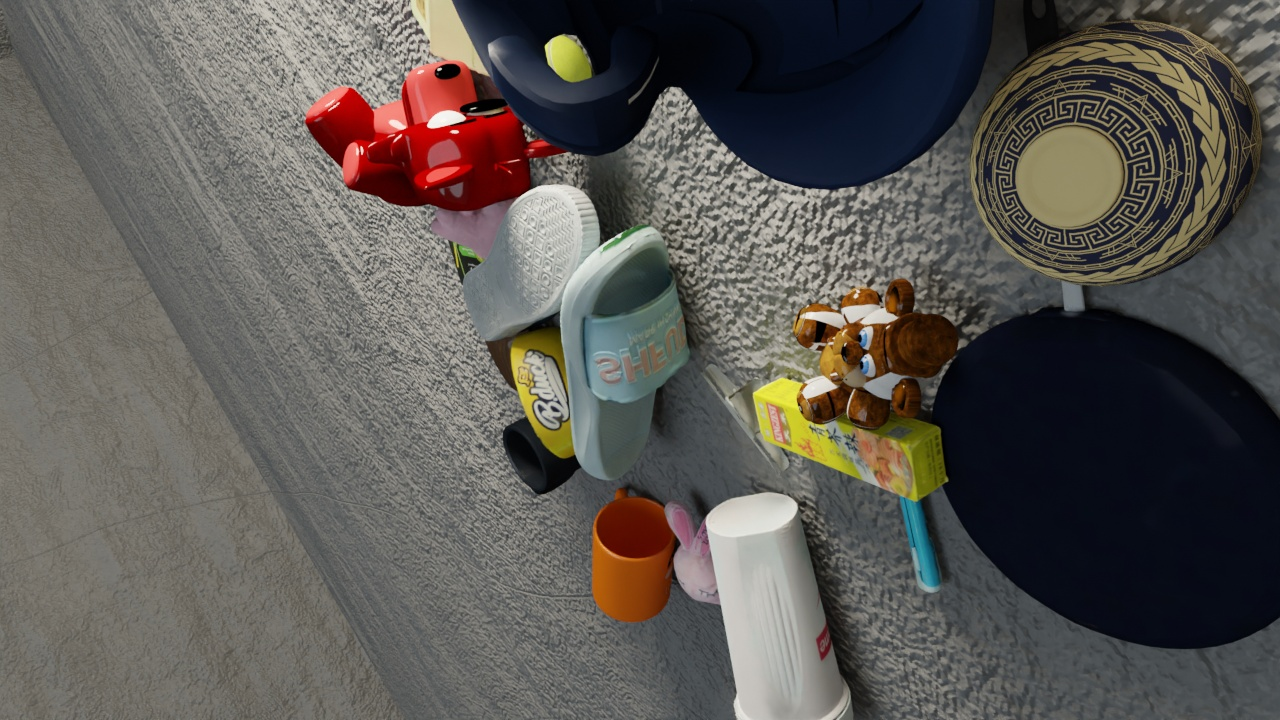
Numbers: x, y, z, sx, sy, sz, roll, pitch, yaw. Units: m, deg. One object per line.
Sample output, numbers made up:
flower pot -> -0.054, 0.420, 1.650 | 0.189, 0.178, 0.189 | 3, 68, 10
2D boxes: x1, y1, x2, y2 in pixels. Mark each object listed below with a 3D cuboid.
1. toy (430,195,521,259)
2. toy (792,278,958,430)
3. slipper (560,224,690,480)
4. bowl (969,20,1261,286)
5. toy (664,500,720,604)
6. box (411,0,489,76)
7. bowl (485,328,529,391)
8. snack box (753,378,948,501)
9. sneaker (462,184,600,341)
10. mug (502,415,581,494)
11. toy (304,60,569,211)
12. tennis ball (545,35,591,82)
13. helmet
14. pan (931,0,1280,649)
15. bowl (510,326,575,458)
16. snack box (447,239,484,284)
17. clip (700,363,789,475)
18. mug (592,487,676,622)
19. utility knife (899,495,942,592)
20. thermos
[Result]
toy -> -0.138, -0.121, 0.816 | 0.099, 0.095, 0.052 | 139, 131, -58
toy -> 0.138, -0.004, 0.536 | 0.113, 0.067, 0.087 | 145, 124, -77
slipper -> -0.004, 0.004, 0.716 | 0.074, 0.103, 0.246 | 27, 135, 26
bowl -> 0.190, -0.082, 0.387 | 0.112, 0.061, 0.112 | 19, 120, 36
toy -> 0.054, 0.175, 0.813 | 0.064, 0.047, 0.110 | 10, 119, 41
box -> -0.156, -0.334, 0.723 | 0.141, 0.047, 0.188 | 45, 145, 28
bowl -> -0.128, -0.007, 0.917 | 0.118, 0.030, 0.118 | 52, 161, 26
snack box -> 0.133, 0.048, 0.602 | 0.148, 0.028, 0.040 | 19, 130, 57
sneaker -> -0.075, -0.078, 0.762 | 0.236, 0.087, 0.089 | -27, 83, 59
mug -> -0.085, 0.091, 0.914 | 0.071, 0.077, 0.105 | 40, 142, 30
toy -> -0.157, -0.176, 0.735 | 0.197, 0.158, 0.121 | 22, 125, 45
tennis ball -> -0.068, -0.206, 0.672 | 0.065, 0.065, 0.065 | 35, 139, 36
helmet -> 0.046, -0.197, 0.370 | 0.272, 0.222, 0.233 | 58, 164, 24
pan -> 0.221, -0.004, 0.465 | 0.199, 0.021, 0.357 | 9, 121, 52
bowl -> -0.058, 0.021, 0.814 | 0.117, 0.068, 0.117 | -21, -90, -79
snack box -> -0.166, -0.142, 0.897 | 0.080, 0.025, 0.148 | 17, 127, 48
clip -> 0.085, 0.036, 0.691 | 0.101, 0.040, 0.054 | 52, 166, 12
mug -> -0.011, 0.180, 0.893 | 0.112, 0.077, 0.096 | -111, 18, -47
utility knife -> 0.180, 0.099, 0.607 | 0.022, 0.015, 0.124 | -147, 38, -72
thermos -> 0.109, 0.220, 0.727 | 0.099, 0.099, 0.220 | 8, 118, 52
